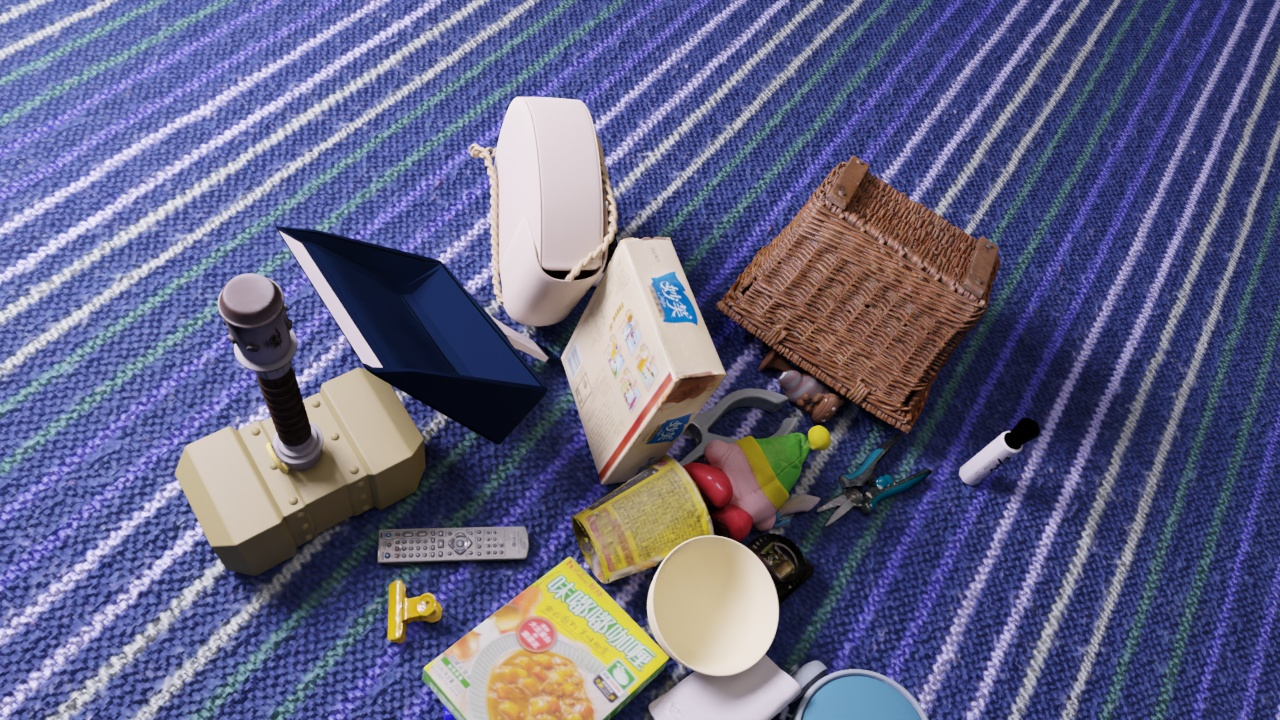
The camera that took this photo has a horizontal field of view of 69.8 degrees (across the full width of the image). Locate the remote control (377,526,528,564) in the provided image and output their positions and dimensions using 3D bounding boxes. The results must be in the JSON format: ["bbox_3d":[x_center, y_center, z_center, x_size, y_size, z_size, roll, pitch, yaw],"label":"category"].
[{"bbox_3d":[-0.172,0.170,0.847,0.136,0.013,0.033,2,59,-13],"label":"remote control"}]

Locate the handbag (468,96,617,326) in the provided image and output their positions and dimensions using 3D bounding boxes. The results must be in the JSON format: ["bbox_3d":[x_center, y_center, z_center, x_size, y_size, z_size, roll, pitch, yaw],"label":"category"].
[{"bbox_3d":[-0.103,-0.152,0.919,0.103,0.211,0.208,-3,76,-19],"label":"handbag"}]

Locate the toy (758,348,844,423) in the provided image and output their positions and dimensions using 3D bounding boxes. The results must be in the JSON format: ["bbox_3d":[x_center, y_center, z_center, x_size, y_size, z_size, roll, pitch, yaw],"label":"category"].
[{"bbox_3d":[0.179,0.030,1.008,0.102,0.042,0.054,32,34,-3],"label":"toy"}]

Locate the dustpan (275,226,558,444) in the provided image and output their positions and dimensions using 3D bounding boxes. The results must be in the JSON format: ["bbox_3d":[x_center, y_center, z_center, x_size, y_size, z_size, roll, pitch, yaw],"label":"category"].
[{"bbox_3d":[-0.180,-0.031,0.872,0.080,0.273,0.236,-46,52,3],"label":"dustpan"}]

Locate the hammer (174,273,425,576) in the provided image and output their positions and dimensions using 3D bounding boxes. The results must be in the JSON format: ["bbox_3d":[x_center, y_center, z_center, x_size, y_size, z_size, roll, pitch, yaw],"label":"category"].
[{"bbox_3d":[-0.273,0.038,0.711,0.189,0.326,0.100,-27,69,-24],"label":"hammer"}]

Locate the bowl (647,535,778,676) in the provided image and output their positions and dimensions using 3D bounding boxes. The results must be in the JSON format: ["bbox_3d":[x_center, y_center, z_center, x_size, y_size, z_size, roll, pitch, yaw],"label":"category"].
[{"bbox_3d":[0.054,0.222,0.819,0.118,0.074,0.117,7,66,-17],"label":"bowl"}]

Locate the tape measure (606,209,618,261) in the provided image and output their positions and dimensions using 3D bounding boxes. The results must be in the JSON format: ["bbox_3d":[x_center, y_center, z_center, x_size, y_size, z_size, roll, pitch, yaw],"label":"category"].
[{"bbox_3d":[-0.062,-0.140,1.050,0.072,0.042,0.071,-2,60,-20],"label":"tape measure"}]

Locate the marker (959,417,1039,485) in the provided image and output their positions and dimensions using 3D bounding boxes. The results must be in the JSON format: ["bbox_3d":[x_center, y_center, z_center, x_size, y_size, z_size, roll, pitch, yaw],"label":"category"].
[{"bbox_3d":[0.378,0.096,0.966,0.025,0.126,0.025,7,58,-11],"label":"marker"}]

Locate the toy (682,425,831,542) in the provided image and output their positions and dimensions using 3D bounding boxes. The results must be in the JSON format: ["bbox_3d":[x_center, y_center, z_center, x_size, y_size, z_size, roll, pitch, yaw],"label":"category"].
[{"bbox_3d":[0.123,0.118,0.902,0.131,0.097,0.124,-36,102,-27],"label":"toy"}]

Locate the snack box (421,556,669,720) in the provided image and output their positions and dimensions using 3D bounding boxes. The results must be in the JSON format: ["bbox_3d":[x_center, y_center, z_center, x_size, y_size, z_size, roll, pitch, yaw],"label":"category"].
[{"bbox_3d":[-0.079,0.264,0.786,0.132,0.027,0.167,41,51,22],"label":"snack box"}]

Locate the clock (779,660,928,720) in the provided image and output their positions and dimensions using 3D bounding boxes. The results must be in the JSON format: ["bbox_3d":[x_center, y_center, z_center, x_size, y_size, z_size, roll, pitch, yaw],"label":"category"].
[{"bbox_3d":[0.172,0.332,0.806,0.162,0.075,0.121,22,56,14],"label":"clock"}]

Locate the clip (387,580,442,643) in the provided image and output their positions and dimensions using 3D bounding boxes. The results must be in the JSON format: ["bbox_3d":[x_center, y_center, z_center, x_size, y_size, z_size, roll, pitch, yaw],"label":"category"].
[{"bbox_3d":[-0.198,0.216,0.803,0.046,0.035,0.052,-3,58,-7],"label":"clip"}]

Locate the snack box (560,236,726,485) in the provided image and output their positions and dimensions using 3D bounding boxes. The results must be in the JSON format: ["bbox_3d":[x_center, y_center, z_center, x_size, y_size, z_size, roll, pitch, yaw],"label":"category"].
[{"bbox_3d":[-0.005,0.005,0.874,0.055,0.208,0.153,-6,60,-26],"label":"snack box"}]

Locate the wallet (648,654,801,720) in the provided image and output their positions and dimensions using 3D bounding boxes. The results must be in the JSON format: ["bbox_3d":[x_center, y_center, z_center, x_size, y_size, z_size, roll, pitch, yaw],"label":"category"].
[{"bbox_3d":[0.074,0.301,0.799,0.116,0.032,0.086,-29,34,-19],"label":"wallet"}]

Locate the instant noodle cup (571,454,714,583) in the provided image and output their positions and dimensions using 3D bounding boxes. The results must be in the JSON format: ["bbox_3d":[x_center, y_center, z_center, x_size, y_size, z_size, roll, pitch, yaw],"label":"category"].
[{"bbox_3d":[-0.001,0.154,0.855,0.108,0.102,0.102,-23,67,-18],"label":"instant noodle cup"}]

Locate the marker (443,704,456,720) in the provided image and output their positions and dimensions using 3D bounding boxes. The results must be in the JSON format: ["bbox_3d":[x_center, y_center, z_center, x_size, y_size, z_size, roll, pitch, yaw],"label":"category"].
[{"bbox_3d":[-0.097,0.292,0.788,0.141,0.020,0.020,-2,60,-16],"label":"marker"}]

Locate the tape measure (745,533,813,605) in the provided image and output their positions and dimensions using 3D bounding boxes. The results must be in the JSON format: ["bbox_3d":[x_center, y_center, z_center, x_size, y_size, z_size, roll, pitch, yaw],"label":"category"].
[{"bbox_3d":[0.129,0.200,0.891,0.067,0.038,0.062,-32,71,-28],"label":"tape measure"}]

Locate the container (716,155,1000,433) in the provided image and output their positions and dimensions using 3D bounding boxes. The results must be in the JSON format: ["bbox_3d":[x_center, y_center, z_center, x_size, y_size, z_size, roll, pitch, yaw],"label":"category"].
[{"bbox_3d":[0.248,-0.082,0.986,0.250,0.184,0.161,34,41,5],"label":"container"}]

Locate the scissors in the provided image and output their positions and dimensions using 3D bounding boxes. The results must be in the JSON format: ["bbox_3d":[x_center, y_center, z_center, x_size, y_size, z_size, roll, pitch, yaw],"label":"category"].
[{"bbox_3d":[0.252,0.129,0.979,0.149,0.019,0.122,7,58,-8],"label":"scissors"}]

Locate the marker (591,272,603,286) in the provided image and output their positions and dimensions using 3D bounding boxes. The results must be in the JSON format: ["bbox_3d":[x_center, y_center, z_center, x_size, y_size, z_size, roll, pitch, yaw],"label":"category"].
[{"bbox_3d":[-0.075,-0.093,1.031,0.133,0.017,0.020,4,32,-12],"label":"marker"}]

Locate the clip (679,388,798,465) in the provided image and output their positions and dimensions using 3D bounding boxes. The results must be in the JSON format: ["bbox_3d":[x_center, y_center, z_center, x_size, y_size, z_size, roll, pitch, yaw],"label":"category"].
[{"bbox_3d":[0.095,0.086,0.959,0.163,0.028,0.108,-10,60,-19],"label":"clip"}]
